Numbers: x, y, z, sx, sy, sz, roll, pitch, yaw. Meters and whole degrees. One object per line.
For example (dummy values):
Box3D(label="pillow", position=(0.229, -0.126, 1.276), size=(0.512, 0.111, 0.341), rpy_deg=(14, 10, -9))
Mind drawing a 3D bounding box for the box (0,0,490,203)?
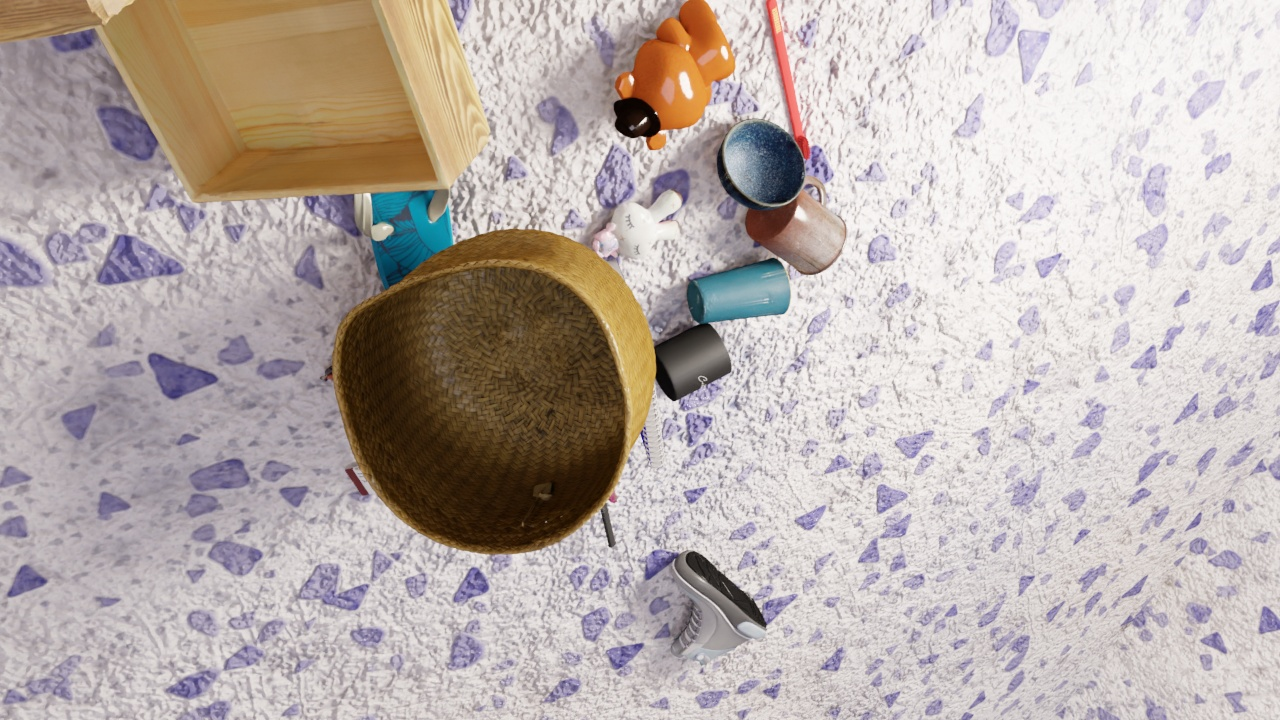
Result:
Box3D(label="box", position=(-0.329, -0.209, 0.651), size=(0.280, 0.335, 0.286), rpy_deg=(2, 128, 22))

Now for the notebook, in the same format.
Box3D(label="notebook", position=(-0.007, 0.007, 1.131), size=(0.022, 0.171, 0.209), rpy_deg=(-12, 126, -6))

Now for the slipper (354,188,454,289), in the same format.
Box3D(label="slipper", position=(-0.249, -0.177, 0.951), size=(0.118, 0.060, 0.295), rpy_deg=(-24, 130, -20))

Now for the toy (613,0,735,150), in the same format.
Box3D(label="toy", position=(0.038, -0.309, 1.007), size=(0.175, 0.096, 0.112), rpy_deg=(-56, 135, -25))

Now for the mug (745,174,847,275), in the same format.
Box3D(label="mug", position=(0.206, -0.187, 1.189), size=(0.110, 0.096, 0.122), rpy_deg=(28, 73, -42))

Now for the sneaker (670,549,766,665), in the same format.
Box3D(label="sneaker", position=(0.090, 0.420, 1.513), size=(0.160, 0.093, 0.256), rpy_deg=(-39, 130, 9))

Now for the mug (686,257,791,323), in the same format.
Box3D(label="mug", position=(0.127, -0.088, 1.213), size=(0.121, 0.078, 0.078), rpy_deg=(-12, 124, -17))

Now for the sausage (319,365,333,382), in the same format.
Box3D(label="sausage", position=(-0.296, -0.014, 1.055), size=(0.155, 0.020, 0.020), rpy_deg=(-28, 129, -11))

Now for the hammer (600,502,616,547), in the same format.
Box3D(label="hammer", position=(-0.060, 0.136, 1.258), size=(0.094, 0.015, 0.325), rpy_deg=(-40, 135, -36))

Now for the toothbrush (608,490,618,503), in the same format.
Box3D(label="toothbrush", position=(-0.068, 0.136, 1.280), size=(0.016, 0.016, 0.190), rpy_deg=(-32, 130, -11))

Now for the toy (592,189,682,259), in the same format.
Box3D(label="toy", position=(-0.002, -0.159, 1.116), size=(0.122, 0.038, 0.079), rpy_deg=(-25, 135, -10))

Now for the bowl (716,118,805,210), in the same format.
Box3D(label="bowl", position=(0.138, -0.230, 1.123), size=(0.114, 0.061, 0.114), rpy_deg=(6, 73, -20))

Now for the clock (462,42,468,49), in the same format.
Box3D(label="clock", position=(-0.193, -0.288, 0.849), size=(0.061, 0.156, 0.103), rpy_deg=(-23, 129, -2))

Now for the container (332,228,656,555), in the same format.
Box3D(label="container", position=(-0.133, 0.022, 0.950), size=(0.307, 0.196, 0.307), rpy_deg=(4, 110, 11))

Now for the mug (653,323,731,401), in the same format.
Box3D(label="mug", position=(0.065, 0.010, 1.243), size=(0.088, 0.078, 0.114), rpy_deg=(-27, 155, -12))

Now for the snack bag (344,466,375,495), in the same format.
Box3D(label="snack bag", position=(-0.278, 0.133, 1.133), size=(0.158, 0.013, 0.057), rpy_deg=(-14, 134, 2))

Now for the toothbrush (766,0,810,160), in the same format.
Box3D(label="toothbrush", position=(0.183, -0.337, 1.117), size=(0.012, 0.018, 0.213), rpy_deg=(-30, 129, -10))
